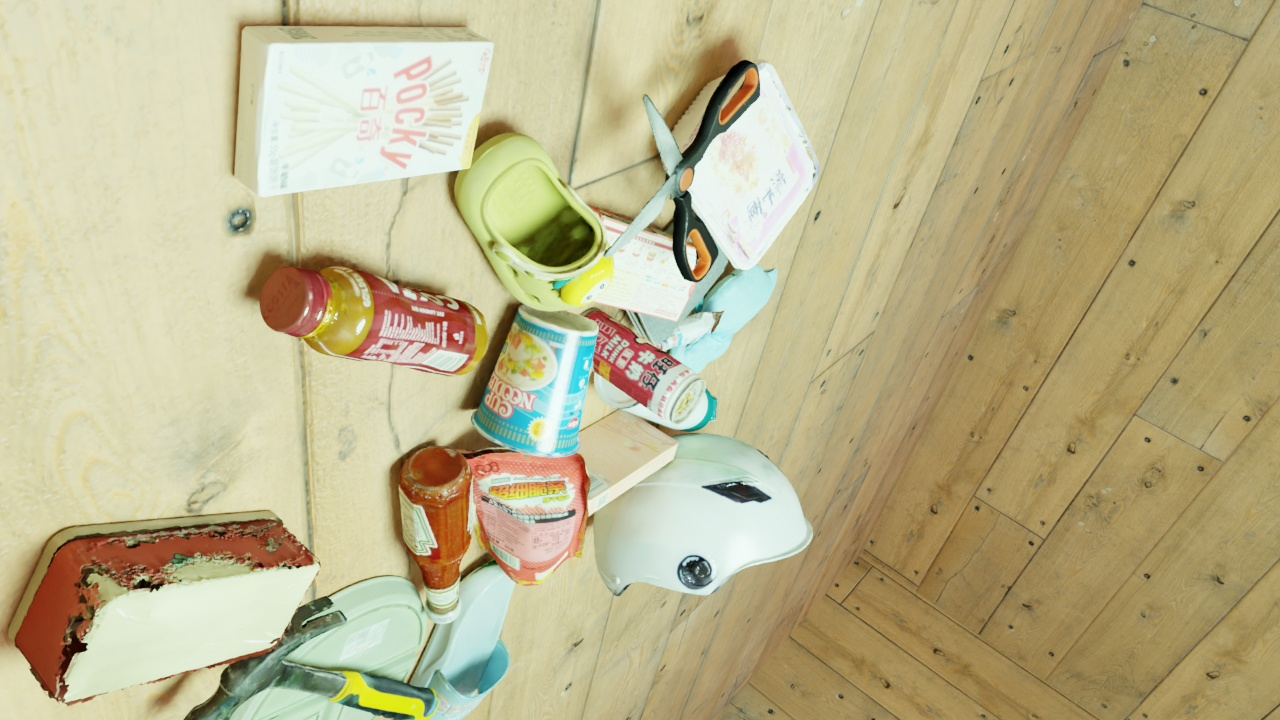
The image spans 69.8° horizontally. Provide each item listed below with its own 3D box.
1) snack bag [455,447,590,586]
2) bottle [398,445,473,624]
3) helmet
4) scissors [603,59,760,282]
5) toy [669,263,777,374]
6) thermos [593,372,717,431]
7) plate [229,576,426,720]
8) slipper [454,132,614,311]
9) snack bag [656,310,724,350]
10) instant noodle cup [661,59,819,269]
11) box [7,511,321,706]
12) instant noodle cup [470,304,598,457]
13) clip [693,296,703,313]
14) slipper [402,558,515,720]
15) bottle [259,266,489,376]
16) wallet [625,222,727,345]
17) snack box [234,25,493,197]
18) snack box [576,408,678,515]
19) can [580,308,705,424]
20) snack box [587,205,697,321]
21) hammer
[{"bbox_3d":[-0.110,0.142,0.878,0.208,0.128,0.073,93,4,-53],"label":"snack bag"},{"bbox_3d":[-0.179,0.164,0.821,0.059,0.060,0.206,-35,146,-39],"label":"bottle"},{"bbox_3d":[0.062,0.163,1.089,0.228,0.259,0.146,-39,116,-65],"label":"helmet"},{"bbox_3d":[0.036,-0.143,0.733,0.229,0.022,0.221,-52,151,-29],"label":"scissors"},{"bbox_3d":[0.098,-0.053,1.082,0.161,0.050,0.157,-31,152,-27],"label":"toy"},{"bbox_3d":[0.022,0.038,1.033,0.073,0.073,0.224,-57,155,2],"label":"thermos"},{"bbox_3d":[-0.284,0.299,0.841,0.229,0.027,0.231,-43,153,-29],"label":"plate"},{"bbox_3d":[-0.068,-0.087,0.687,0.091,0.081,0.190,-42,148,-3],"label":"slipper"},{"bbox_3d":[0.045,-0.030,1.012,0.104,0.026,0.048,-14,149,-22],"label":"snack bag"},{"bbox_3d":[0.088,-0.184,0.858,0.138,0.060,0.173,-53,143,-6],"label":"instant noodle cup"},{"bbox_3d":[-0.291,0.156,0.590,0.091,0.078,0.168,-60,156,10],"label":"box"},{"bbox_3d":[-0.084,0.012,0.787,0.099,0.099,0.110,-8,119,-59],"label":"instant noodle cup"},{"bbox_3d":[0.060,-0.077,1.017,0.014,0.046,0.057,-36,145,-32],"label":"clip"},{"bbox_3d":[-0.184,0.325,1.001,0.103,0.074,0.246,-13,130,-58],"label":"slipper"},{"bbox_3d":[-0.171,-0.026,0.610,0.057,0.057,0.174,-59,155,7],"label":"bottle"},{"bbox_3d":[0.033,-0.087,0.937,0.129,0.037,0.107,-49,144,-18],"label":"wallet"},{"bbox_3d":[-0.155,-0.147,0.530,0.156,0.027,0.085,-23,140,-49],"label":"snack box"},{"bbox_3d":[-0.038,0.106,0.984,0.156,0.084,0.026,-27,139,-47],"label":"snack box"},{"bbox_3d":[-0.005,0.005,0.861,0.053,0.133,0.053,-42,151,-29],"label":"can"},{"bbox_3d":[-0.004,-0.084,0.839,0.155,0.027,0.077,11,112,-49],"label":"snack box"},{"bbox_3d":[-0.254,0.288,0.809,0.126,0.032,0.323,-50,154,-12],"label":"hammer"}]
